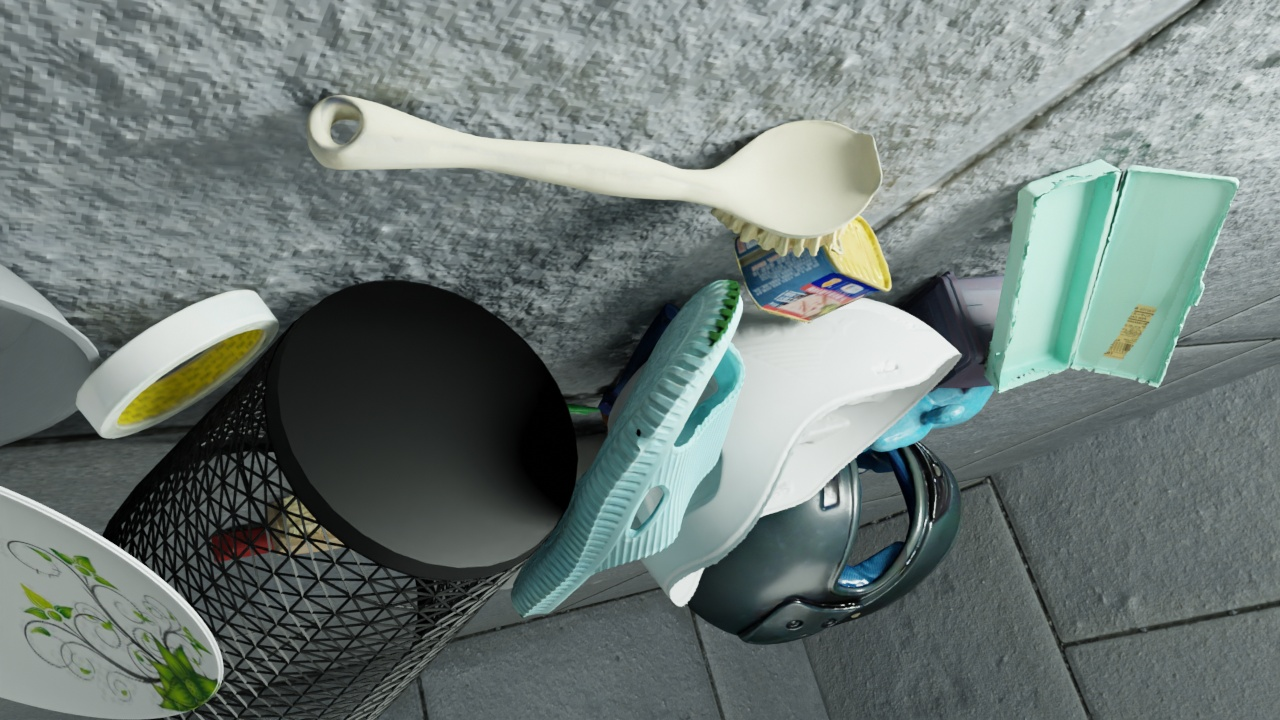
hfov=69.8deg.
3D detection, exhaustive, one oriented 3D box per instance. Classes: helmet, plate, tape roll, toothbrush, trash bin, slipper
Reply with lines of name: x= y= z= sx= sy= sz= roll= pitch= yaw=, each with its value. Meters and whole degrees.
helmet: x=0.161 y=0.169 z=1.000 sx=0.317 sy=0.248 sz=0.235 roll=-29 pitch=138 yaw=30
plate: x=-0.312 y=0.107 z=0.448 sx=0.229 sy=0.030 sz=0.230 roll=6 pitch=134 yaw=6
tape roll: x=-0.219 y=0.002 z=0.439 sx=0.094 sy=0.019 sz=0.094 roll=-38 pitch=-179 yaw=1
toothbrush: x=-0.004 y=0.004 z=0.710 sx=0.017 sy=0.016 sz=0.190 roll=-59 pitch=-178 yaw=-28
trash bin: x=0.306 y=-0.031 z=0.787 sx=0.160 sy=0.092 sz=0.094 roll=-6 pitch=160 yaw=-20
trash bin: x=-0.170 y=0.089 z=0.531 sx=0.216 sy=0.216 sz=0.244 roll=0 pitch=149 yaw=-43
helmet: x=0.109 y=0.051 z=0.684 sx=0.282 sy=0.183 sz=0.225 roll=-16 pitch=161 yaw=-14
slipper: x=-0.002 y=0.072 z=0.526 sx=0.277 sy=0.069 sz=0.115 roll=-57 pitch=-179 yaw=41

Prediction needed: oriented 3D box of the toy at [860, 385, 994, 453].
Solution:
toy: x=0.257 y=0.028 z=0.887 sx=0.180 sy=0.115 sz=0.184 roll=-28 pitch=-174 yaw=-33

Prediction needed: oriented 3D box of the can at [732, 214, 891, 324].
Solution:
can: x=0.106 y=-0.060 z=0.565 sx=0.059 sy=0.054 sz=0.099 roll=-25 pitch=160 yaw=31

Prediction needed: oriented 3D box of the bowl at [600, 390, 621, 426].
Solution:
bowl: x=0.044 y=0.058 z=0.835 sx=0.147 sy=0.068 sz=0.147 roll=-15 pitch=162 yaw=-5

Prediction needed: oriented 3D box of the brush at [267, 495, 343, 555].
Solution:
brush: x=-0.271 y=0.138 z=0.825 sx=0.117 sy=0.049 sz=0.039 roll=-7 pitch=142 yaw=-30

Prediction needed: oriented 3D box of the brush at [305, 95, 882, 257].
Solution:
brush: x=-0.006 y=-0.084 z=0.403 sx=0.271 sy=0.062 sz=0.078 roll=-1 pitch=152 yaw=-31

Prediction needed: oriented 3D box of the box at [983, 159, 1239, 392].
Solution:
box: x=0.327 y=-0.055 z=0.659 sx=0.138 sy=0.057 sz=0.187 roll=-5 pitch=135 yaw=3

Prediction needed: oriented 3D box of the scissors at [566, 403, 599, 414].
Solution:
scissors: x=-0.081 y=0.042 z=0.764 sx=0.071 sy=0.014 sz=0.130 roll=-25 pitch=160 yaw=22

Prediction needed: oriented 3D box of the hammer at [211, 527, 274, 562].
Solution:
hammer: x=-0.262 y=0.161 z=0.932 sx=0.315 sy=0.036 sz=0.126 roll=-7 pitch=162 yaw=-27

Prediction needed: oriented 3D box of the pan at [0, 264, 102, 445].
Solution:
pan: x=-0.315 y=-0.023 z=0.288 sx=0.200 sy=0.050 sz=0.357 roll=-12 pitch=162 yaw=-14

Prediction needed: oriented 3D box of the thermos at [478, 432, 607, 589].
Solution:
thermos: x=-0.069 y=0.124 z=0.863 sx=0.221 sy=0.131 sz=0.132 roll=-12 pitch=163 yaw=-42
